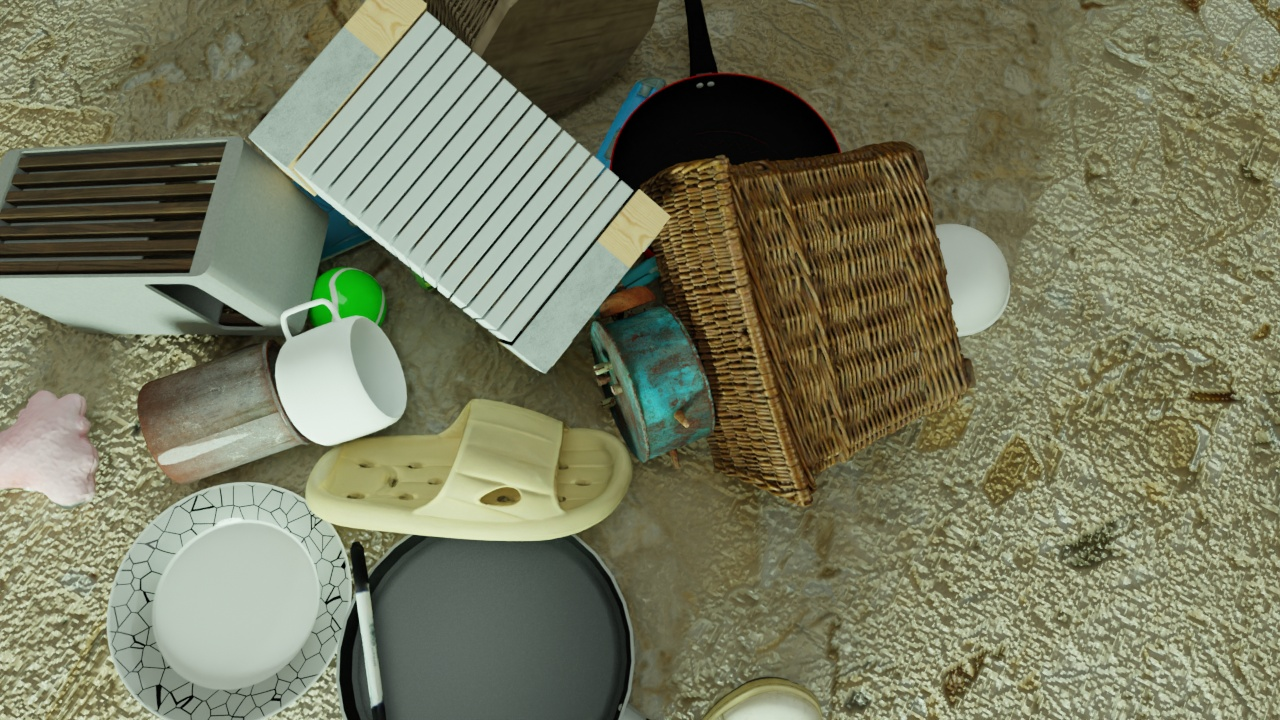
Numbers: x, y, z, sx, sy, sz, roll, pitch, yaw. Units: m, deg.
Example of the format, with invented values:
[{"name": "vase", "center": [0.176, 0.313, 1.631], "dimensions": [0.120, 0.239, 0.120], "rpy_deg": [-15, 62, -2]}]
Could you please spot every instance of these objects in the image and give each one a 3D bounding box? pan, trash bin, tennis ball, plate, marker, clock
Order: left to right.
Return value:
[{"name": "trash bin", "center": [-0.393, -0.095, 0.742], "dimensions": [0.229, 0.114, 0.114], "rpy_deg": [1, 71, 16]}, {"name": "plate", "center": [-0.322, 0.192, 0.728], "dimensions": [0.188, 0.016, 0.188], "rpy_deg": [0, 71, -1]}, {"name": "tennis ball", "center": [-0.251, -0.047, 0.783], "dimensions": [0.065, 0.065, 0.065], "rpy_deg": [0, 71, -1]}, {"name": "marker", "center": [-0.205, 0.211, 0.693], "dimensions": [0.011, 0.011, 0.152], "rpy_deg": [-12, 72, -5]}, {"name": "trash bin", "center": [-0.130, -0.125, 0.688], "dimensions": [0.247, 0.142, 0.142], "rpy_deg": [39, 84, -11]}, {"name": "pan", "center": [-0.058, 0.255, 0.701], "dimensions": [0.356, 0.034, 0.225], "rpy_deg": [24, 73, 7]}, {"name": "clock", "center": [-0.004, 0.004, 0.743], "dimensions": [0.073, 0.121, 0.157], "rpy_deg": [-20, 66, -12]}, {"name": "pan", "center": [0.065, -0.230, 0.848], "dimensions": [0.209, 0.067, 0.355], "rpy_deg": [-9, 72, -4]}]

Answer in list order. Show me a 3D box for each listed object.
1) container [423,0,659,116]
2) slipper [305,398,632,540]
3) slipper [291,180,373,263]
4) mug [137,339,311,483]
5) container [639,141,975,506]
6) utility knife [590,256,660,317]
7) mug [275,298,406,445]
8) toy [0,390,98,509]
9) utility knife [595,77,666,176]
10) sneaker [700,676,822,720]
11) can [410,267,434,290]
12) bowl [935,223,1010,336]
[{"name": "container", "center": [-0.112, -0.350, 0.802], "dimensions": [0.226, 0.227, 0.196], "rpy_deg": [-33, 76, -11]}, {"name": "slipper", "center": [-0.138, 0.081, 0.718], "dimensions": [0.261, 0.079, 0.111], "rpy_deg": [-2, 43, 3]}, {"name": "slipper", "center": [-0.235, -0.176, 0.832], "dimensions": [0.294, 0.060, 0.118], "rpy_deg": [-34, 78, -11]}, {"name": "mug", "center": [-0.337, 0.032, 0.752], "dimensions": [0.110, 0.096, 0.123], "rpy_deg": [-16, 41, -10]}, {"name": "container", "center": [0.132, -0.047, 0.706], "dimensions": [0.183, 0.162, 0.250], "rpy_deg": [-18, 99, -16]}, {"name": "utility knife", "center": [-0.006, -0.071, 0.788], "dimensions": [0.118, 0.015, 0.022], "rpy_deg": [-30, 113, 28]}, {"name": "mug", "center": [-0.243, 0.007, 0.731], "dimensions": [0.068, 0.094, 0.115], "rpy_deg": [-19, 109, 9]}, {"name": "toy", "center": [-0.488, 0.071, 0.749], "dimensions": [0.102, 0.050, 0.093], "rpy_deg": [6, 75, 5]}, {"name": "utility knife", "center": [-0.025, -0.193, 0.863], "dimensions": [0.031, 0.015, 0.195], "rpy_deg": [21, 74, 11]}, {"name": "sneaker", "center": [0.056, 0.334, 0.610], "dimensions": [0.089, 0.102, 0.241], "rpy_deg": [22, 91, -1]}, {"name": "can", "center": [-0.144, -0.128, 0.802], "dimensions": [0.144, 0.083, 0.083], "rpy_deg": [-28, 74, -10]}, {"name": "bowl", "center": [0.280, -0.080, 0.814], "dimensions": [0.110, 0.041, 0.109], "rpy_deg": [0, 71, -1]}]
